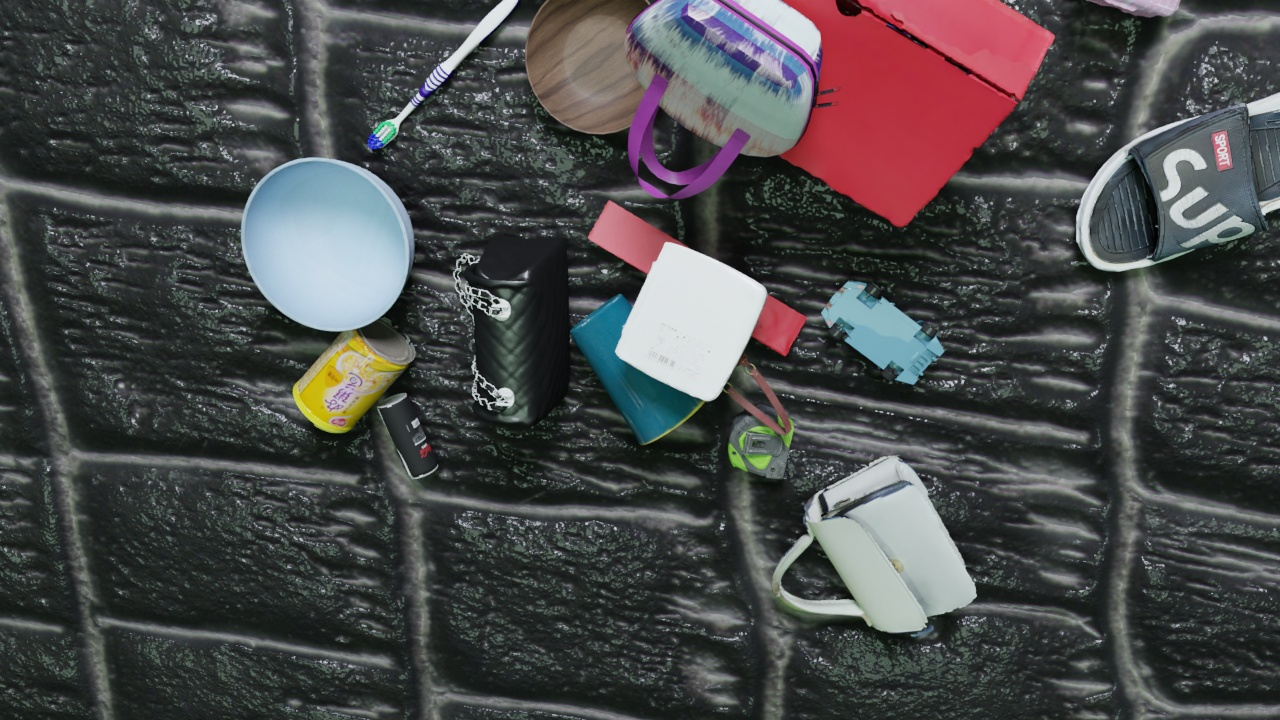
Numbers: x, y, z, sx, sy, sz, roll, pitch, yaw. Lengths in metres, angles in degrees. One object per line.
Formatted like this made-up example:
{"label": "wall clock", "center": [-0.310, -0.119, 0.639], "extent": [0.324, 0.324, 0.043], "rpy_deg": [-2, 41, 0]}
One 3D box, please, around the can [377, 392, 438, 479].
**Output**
{"label": "can", "center": [-0.227, 0.074, 0.898], "extent": [0.031, 0.031, 0.080], "rpy_deg": [-16, 107, 12]}

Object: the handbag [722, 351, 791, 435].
{"label": "handbag", "center": [0.093, 0.020, 0.822], "extent": [0.119, 0.029, 0.056], "rpy_deg": [47, 140, 2]}

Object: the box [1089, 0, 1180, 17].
{"label": "box", "center": [0.384, -0.372, 0.659], "extent": [0.084, 0.063, 0.231], "rpy_deg": [6, 112, -22]}

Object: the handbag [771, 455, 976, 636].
{"label": "handbag", "center": [0.206, 0.194, 0.865], "extent": [0.176, 0.073, 0.151], "rpy_deg": [-28, 104, 16]}

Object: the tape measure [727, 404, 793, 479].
{"label": "tape measure", "center": [0.111, 0.076, 0.854], "extent": [0.059, 0.035, 0.066], "rpy_deg": [7, 111, 5]}

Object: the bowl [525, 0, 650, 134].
{"label": "bowl", "center": [-0.033, -0.249, 0.756], "extent": [0.119, 0.032, 0.119], "rpy_deg": [2, 110, 6]}

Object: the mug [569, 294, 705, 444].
{"label": "mug", "center": [-0.005, 0.005, 0.825], "extent": [0.078, 0.078, 0.121], "rpy_deg": [-34, 98, 17]}

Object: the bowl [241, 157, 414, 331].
{"label": "bowl", "center": [-0.265, -0.108, 0.814], "extent": [0.150, 0.074, 0.151], "rpy_deg": [2, 109, 6]}

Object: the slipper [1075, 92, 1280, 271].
{"label": "slipper", "center": [0.478, -0.149, 0.714], "extent": [0.264, 0.063, 0.111], "rpy_deg": [-19, 106, 11]}

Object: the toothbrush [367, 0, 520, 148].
{"label": "toothbrush", "center": [-0.170, -0.245, 0.784], "extent": [0.187, 0.016, 0.015], "rpy_deg": [-39, 101, 18]}

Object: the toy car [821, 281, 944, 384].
{"label": "toy car", "center": [0.211, -0.028, 0.808], "extent": [0.108, 0.027, 0.060], "rpy_deg": [36, 110, -6]}

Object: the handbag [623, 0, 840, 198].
{"label": "handbag", "center": [0.044, -0.177, 0.648], "extent": [0.144, 0.067, 0.170], "rpy_deg": [32, 145, -5]}

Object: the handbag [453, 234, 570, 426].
{"label": "handbag", "center": [-0.124, -0.026, 0.799], "extent": [0.115, 0.125, 0.154], "rpy_deg": [6, 111, 5]}

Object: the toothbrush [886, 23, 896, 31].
{"label": "toothbrush", "center": [0.164, -0.316, 0.718], "extent": [0.021, 0.017, 0.135], "rpy_deg": [-32, 101, 13]}

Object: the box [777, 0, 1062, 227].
{"label": "box", "center": [0.209, -0.315, 0.612], "extent": [0.213, 0.127, 0.426], "rpy_deg": [30, 109, -2]}

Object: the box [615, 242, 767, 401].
{"label": "box", "center": [0.045, -0.034, 0.775], "extent": [0.102, 0.101, 0.108], "rpy_deg": [26, 97, 8]}

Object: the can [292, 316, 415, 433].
{"label": "can", "center": [-0.270, 0.012, 0.862], "extent": [0.067, 0.067, 0.105], "rpy_deg": [43, 108, -9]}
